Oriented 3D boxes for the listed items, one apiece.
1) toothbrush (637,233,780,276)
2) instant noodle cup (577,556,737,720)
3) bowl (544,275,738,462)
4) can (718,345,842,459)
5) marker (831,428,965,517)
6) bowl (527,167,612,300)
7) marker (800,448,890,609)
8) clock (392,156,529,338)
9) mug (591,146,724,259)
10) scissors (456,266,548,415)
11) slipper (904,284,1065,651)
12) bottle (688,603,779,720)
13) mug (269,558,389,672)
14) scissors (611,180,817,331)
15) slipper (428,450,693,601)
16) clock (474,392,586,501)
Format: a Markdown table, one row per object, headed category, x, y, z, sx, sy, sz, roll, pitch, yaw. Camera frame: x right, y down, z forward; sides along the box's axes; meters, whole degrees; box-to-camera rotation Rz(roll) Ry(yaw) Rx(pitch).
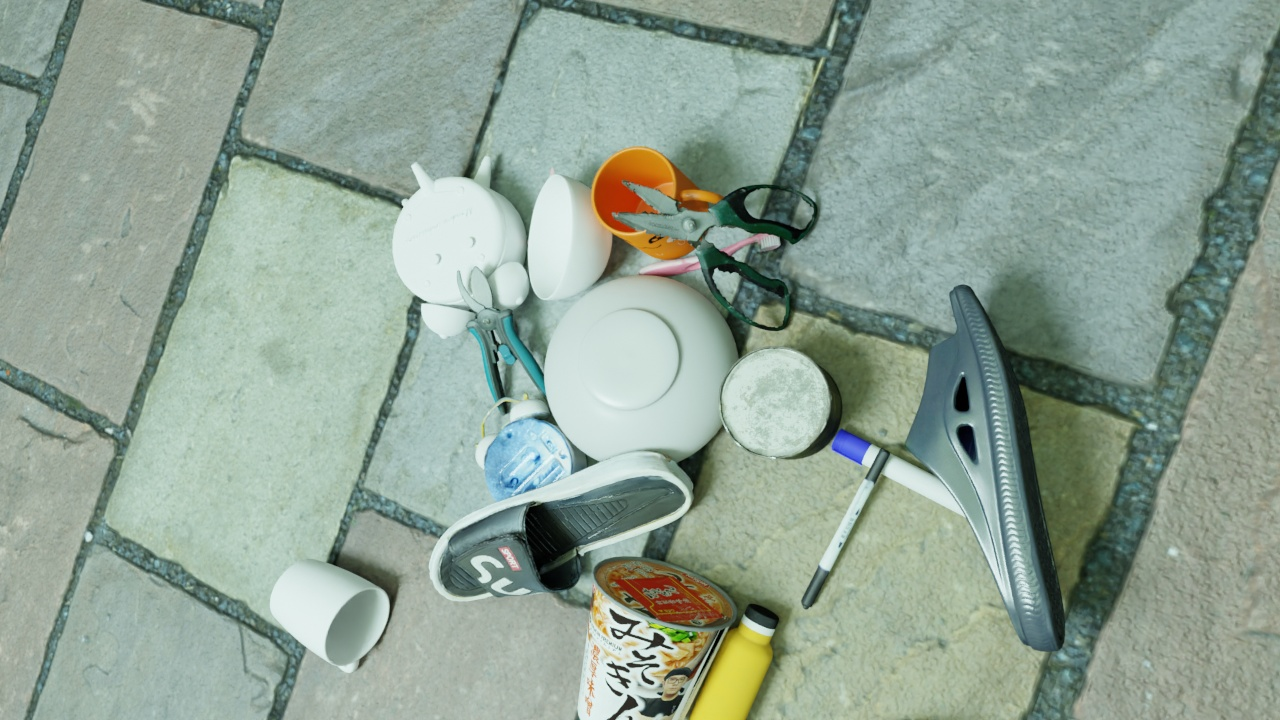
| category | x | y | z | sx | sy | sz | roll | pitch | yaw |
| --- | --- | --- | --- | --- | --- | --- | --- | --- | --- |
| toothbrush | 0.061 | -0.093 | 0.827 | 0.135 | 0.021 | 0.016 | -15 | 69 | 17 |
| instant noodle cup | 0.004 | 0.246 | 0.765 | 0.124 | 0.123 | 0.122 | 19 | 100 | 22 |
| bowl | -0.005 | 0.005 | 0.799 | 0.177 | 0.066 | 0.176 | -2 | 78 | 11 |
| can | 0.118 | 0.037 | 0.760 | 0.090 | 0.074 | 0.090 | -2 | 83 | 19 |
| marker | 0.222 | 0.096 | 0.742 | 0.141 | 0.020 | 0.020 | 28 | 94 | 22 |
| bowl | -0.061 | -0.110 | 0.843 | 0.115 | 0.050 | 0.114 | -18 | 70 | 62 |
| marker | 0.167 | 0.140 | 0.752 | 0.011 | 0.011 | 0.152 | 29 | 103 | 22 |
| clock | -0.180 | -0.112 | 0.894 | 0.125 | 0.072 | 0.161 | -23 | 76 | 18 |
| mug | 0.027 | -0.136 | 0.803 | 0.113 | 0.096 | 0.077 | 3 | 85 | 22 |
| scissors | -0.131 | -0.011 | 0.865 | 0.154 | 0.019 | 0.126 | 30 | 116 | 1 |
| slipper | 0.249 | 0.079 | 0.683 | 0.083 | 0.110 | 0.268 | -15 | 73 | 27 |
| bottle | 0.075 | 0.274 | 0.766 | 0.043 | 0.043 | 0.143 | 24 | 93 | 22 |
| mug | -0.308 | 0.257 | 0.908 | 0.088 | 0.080 | 0.114 | 19 | 122 | 28 |
| scissors | 0.059 | -0.083 | 0.757 | 0.015 | 0.209 | 0.137 | 18 | 105 | 60 |
| slipper | -0.076 | 0.161 | 0.802 | 0.264 | 0.111 | 0.063 | -26 | 41 | 13 |
| clock | -0.104 | 0.088 | 0.853 | 0.089 | 0.052 | 0.125 | -45 | 71 | 12 |
